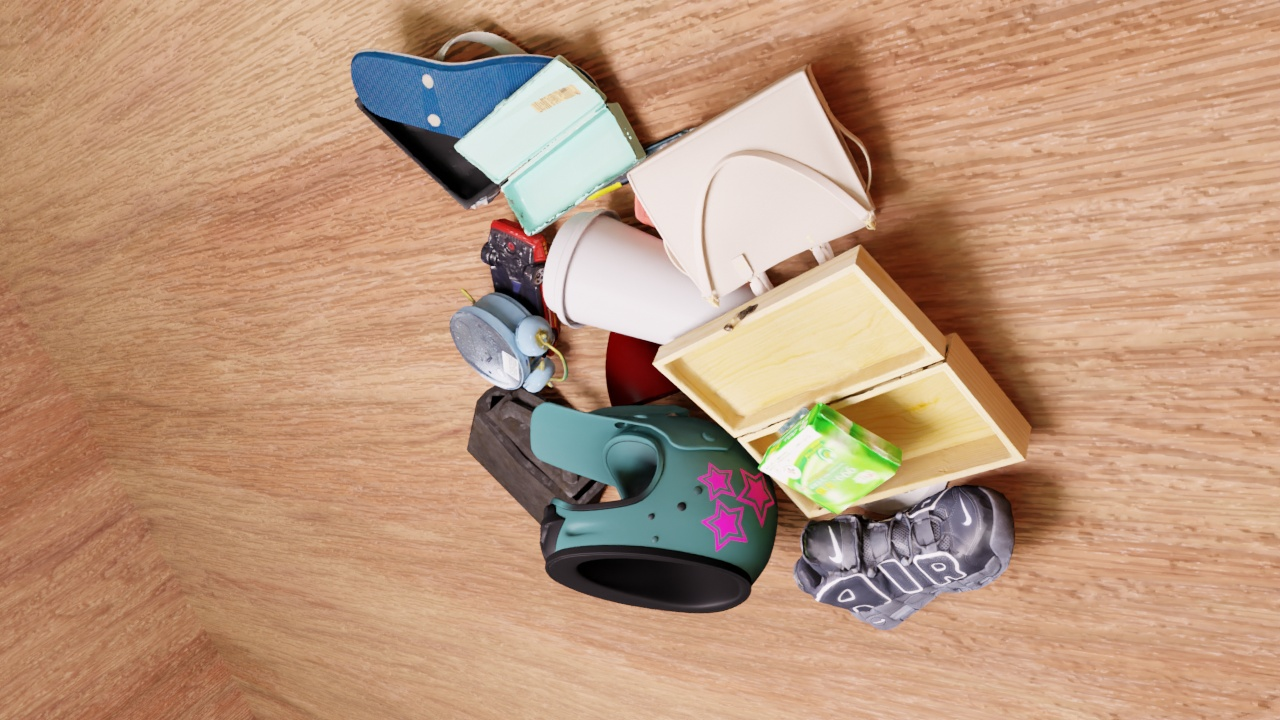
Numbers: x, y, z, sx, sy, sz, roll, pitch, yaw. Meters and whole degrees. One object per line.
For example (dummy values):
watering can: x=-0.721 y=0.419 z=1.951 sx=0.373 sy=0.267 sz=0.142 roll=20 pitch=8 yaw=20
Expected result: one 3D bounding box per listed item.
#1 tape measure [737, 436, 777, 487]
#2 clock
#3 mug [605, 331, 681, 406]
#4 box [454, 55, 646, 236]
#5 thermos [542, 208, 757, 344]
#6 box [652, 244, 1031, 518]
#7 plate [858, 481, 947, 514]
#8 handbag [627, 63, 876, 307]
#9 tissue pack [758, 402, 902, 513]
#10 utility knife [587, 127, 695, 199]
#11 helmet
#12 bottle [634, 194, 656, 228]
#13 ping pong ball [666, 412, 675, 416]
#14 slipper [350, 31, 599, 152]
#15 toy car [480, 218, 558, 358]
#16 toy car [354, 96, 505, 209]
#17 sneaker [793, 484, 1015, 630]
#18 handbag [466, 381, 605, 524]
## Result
tape measure: x=0.137 y=0.109 z=1.029 sx=0.060 sy=0.020 sz=0.062 roll=15 pitch=125 yaw=33
clock: x=-0.157 y=-0.018 z=1.103 sx=0.162 sy=0.059 sz=0.118 roll=29 pitch=145 yaw=19
mug: x=-0.006 y=0.006 z=1.054 sx=0.114 sy=0.087 sz=0.088 roll=142 pitch=110 yaw=-73
box: x=-0.097 y=-0.222 z=0.965 sx=0.187 sy=0.052 sz=0.139 roll=-24 pitch=109 yaw=40
thermos: x=0.022 y=-0.069 z=0.948 sx=0.222 sy=0.131 sz=0.132 roll=21 pitch=128 yaw=20
box: x=0.179 y=0.033 z=0.851 sx=0.253 sy=0.068 sz=0.248 roll=40 pitch=138 yaw=-22
plate: x=0.238 y=0.094 z=0.940 sx=0.157 sy=0.014 sz=0.157 roll=20 pitch=128 yaw=28
handbag: x=0.116 y=-0.129 z=0.818 sx=0.195 sy=0.101 sz=0.198 roll=-26 pitch=103 yaw=21
tissue pack: x=0.175 y=0.093 z=0.860 sx=0.099 sy=0.034 sz=0.114 roll=31 pitch=142 yaw=-4
utility knife: x=-0.001 y=-0.204 z=0.949 sx=0.173 sy=0.020 sz=0.029 roll=-16 pitch=109 yaw=43
helmet: x=0.011 y=0.143 z=0.982 sx=0.274 sy=0.199 sz=0.177 roll=11 pitch=143 yaw=-9
bottle: x=0.061 y=-0.141 z=0.911 sx=0.134 sy=0.048 sz=0.072 roll=29 pitch=150 yaw=19
ping pong ball: x=0.036 y=0.077 z=1.080 sx=0.040 sy=0.040 sz=0.040 roll=21 pitch=128 yaw=29
slipper: x=-0.174 y=-0.293 z=0.997 sx=0.295 sy=0.060 sz=0.118 roll=11 pitch=135 yaw=14
toy car: x=-0.141 y=-0.084 z=1.115 sx=0.081 sy=0.056 sz=0.190 roll=28 pitch=141 yaw=25
toy car: x=-0.233 y=-0.253 z=1.077 sx=0.192 sy=0.094 sz=0.071 roll=42 pitch=166 yaw=9
sneaker: x=0.235 y=0.178 z=0.891 sx=0.150 sy=0.097 sz=0.253 roll=14 pitch=144 yaw=-16
handbag: x=-0.126 y=0.108 z=1.189 sx=0.197 sy=0.102 sz=0.200 roll=44 pitch=152 yaw=9
